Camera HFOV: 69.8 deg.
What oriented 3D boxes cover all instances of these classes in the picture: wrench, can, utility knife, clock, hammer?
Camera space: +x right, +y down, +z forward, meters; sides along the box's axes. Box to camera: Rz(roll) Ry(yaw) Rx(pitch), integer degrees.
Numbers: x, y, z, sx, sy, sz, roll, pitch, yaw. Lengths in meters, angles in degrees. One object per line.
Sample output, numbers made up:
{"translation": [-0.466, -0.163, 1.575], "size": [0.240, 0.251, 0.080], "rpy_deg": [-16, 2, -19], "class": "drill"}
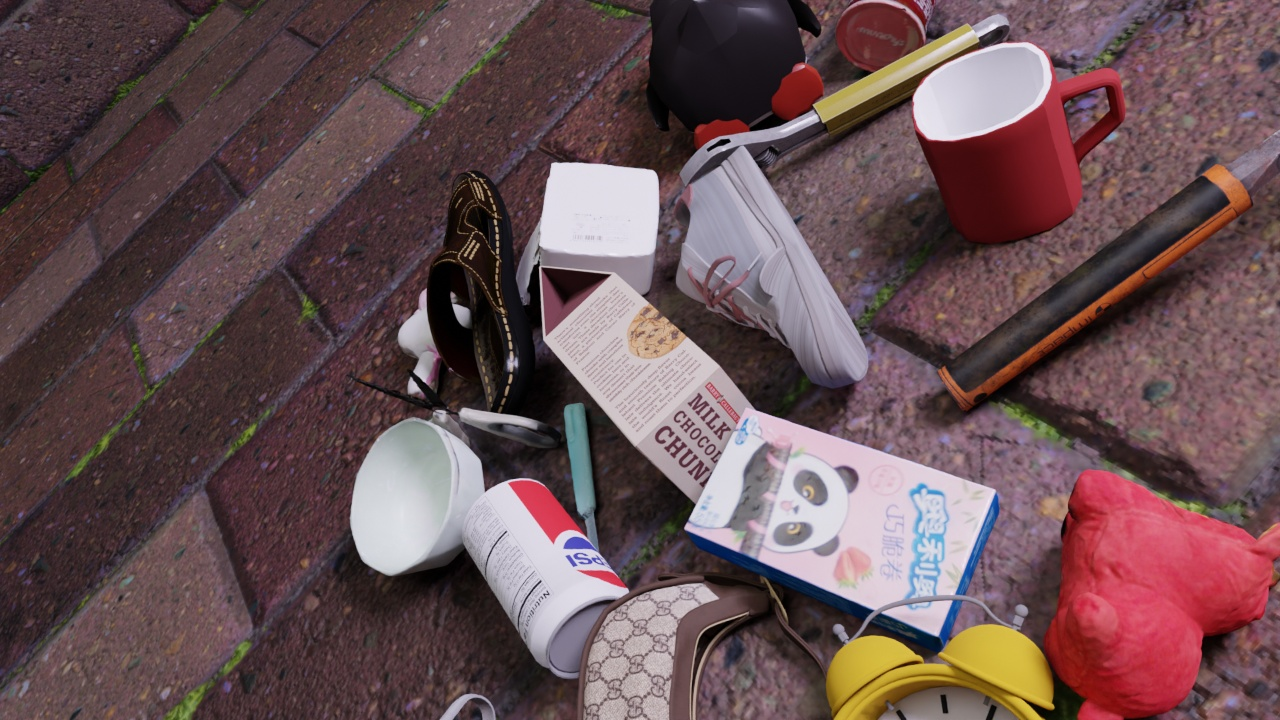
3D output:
{"translation": [0.159, -0.198, 0.717], "size": [0.274, 0.083, 0.018], "rpy_deg": [-27, 70, 9], "class": "wrench"}
{"translation": [-0.062, 0.139, 0.603], "size": [0.070, 0.070, 0.132], "rpy_deg": [-45, 42, -3], "class": "can"}
{"translation": [-0.044, 0.085, 0.673], "size": [0.022, 0.015, 0.141], "rpy_deg": [-45, 38, 31], "class": "utility knife"}
{"translation": [0.140, 0.185, 0.420], "size": [0.114, 0.052, 0.151], "rpy_deg": [-16, 61, 29], "class": "clock"}
{"translation": [0.303, -0.072, 0.498], "size": [0.315, 0.137, 0.035], "rpy_deg": [-41, 40, 21], "class": "hammer"}

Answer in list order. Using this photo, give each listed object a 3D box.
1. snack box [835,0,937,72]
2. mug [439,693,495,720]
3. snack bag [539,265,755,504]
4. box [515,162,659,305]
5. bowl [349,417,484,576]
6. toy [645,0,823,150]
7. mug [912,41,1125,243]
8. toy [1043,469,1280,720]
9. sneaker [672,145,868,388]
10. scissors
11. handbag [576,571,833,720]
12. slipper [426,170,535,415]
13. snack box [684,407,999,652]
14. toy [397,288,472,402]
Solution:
{"translation": [0.213, -0.306, 0.759], "size": [0.072, 0.072, 0.121], "rpy_deg": [2, 58, 38], "class": "snack box"}
{"translation": [-0.116, 0.253, 0.551], "size": [0.084, 0.070, 0.113], "rpy_deg": [-20, 49, 23], "class": "mug"}
{"translation": [-0.004, 0.004, 0.650], "size": [0.070, 0.094, 0.206], "rpy_deg": [-43, 42, -1], "class": "snack bag"}
{"translation": [-0.062, -0.087, 0.796], "size": [0.152, 0.132, 0.107], "rpy_deg": [3, 50, 0], "class": "box"}
{"translation": [-0.160, 0.106, 0.699], "size": [0.118, 0.061, 0.117], "rpy_deg": [-14, 67, 35], "class": "bowl"}
{"translation": [0.061, -0.293, 0.808], "size": [0.159, 0.140, 0.183], "rpy_deg": [-29, 43, 14], "class": "toy"}
{"translation": [0.243, -0.141, 0.582], "size": [0.117, 0.096, 0.080], "rpy_deg": [-13, 50, 28], "class": "mug"}
{"translation": [0.230, 0.122, 0.403], "size": [0.094, 0.088, 0.132], "rpy_deg": [10, 74, 22], "class": "toy"}
{"translation": [0.077, -0.054, 0.638], "size": [0.090, 0.099, 0.235], "rpy_deg": [-32, 41, 14], "class": "sneaker"}
{"translation": [-0.142, 0.044, 0.701], "size": [0.158, 0.170, 0.012], "rpy_deg": [132, 152, -61], "class": "scissors"}
{"translation": [0.037, 0.192, 0.505], "size": [0.138, 0.063, 0.166], "rpy_deg": [-8, 45, 10], "class": "handbag"}
{"translation": [-0.146, -0.062, 0.780], "size": [0.113, 0.075, 0.267], "rpy_deg": [118, 146, -42], "class": "slipper"}
{"translation": [0.111, 0.091, 0.520], "size": [0.154, 0.033, 0.087], "rpy_deg": [18, 68, 30], "class": "snack box"}
{"translation": [-0.186, -0.022, 0.848], "size": [0.079, 0.038, 0.122], "rpy_deg": [-22, 55, 16], "class": "toy"}
